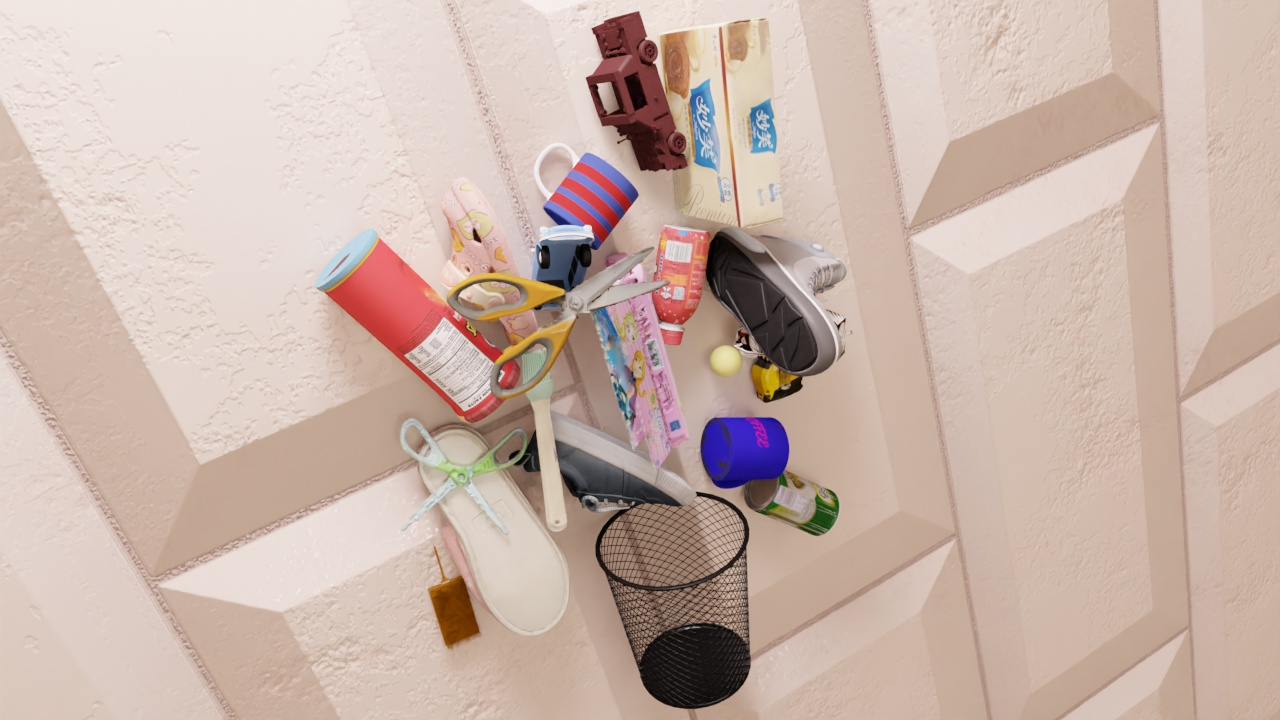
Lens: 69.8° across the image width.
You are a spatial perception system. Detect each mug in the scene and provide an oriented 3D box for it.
[{"bbox_3d":[-0.069,-0.184,0.998,0.112,0.075,0.076,37,86,-3],"label":"mug"},{"bbox_3d":[0.127,0.124,1.177,0.083,0.079,0.111,1,132,-26],"label":"mug"}]

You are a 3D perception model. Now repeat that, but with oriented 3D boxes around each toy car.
[{"bbox_3d":[-0.087,-0.100,0.977,0.056,0.154,0.054,-4,64,-14],"label":"toy car"},{"bbox_3d":[-0.008,-0.281,0.991,0.061,0.070,0.170,-33,117,-27],"label":"toy car"}]

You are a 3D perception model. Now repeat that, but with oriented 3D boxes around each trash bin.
[{"bbox_3d":[0.054,0.301,1.137,0.183,0.184,0.210,-21,118,-19],"label":"trash bin"}]

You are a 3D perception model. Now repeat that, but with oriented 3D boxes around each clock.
[{"bbox_3d":[0.182,-0.034,1.125,0.154,0.115,0.065,-17,112,-39],"label":"clock"}]

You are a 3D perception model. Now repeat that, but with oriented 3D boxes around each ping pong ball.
[{"bbox_3d":[0.106,0.001,1.146,0.040,0.040,0.040,-7,107,-24],"label":"ping pong ball"}]

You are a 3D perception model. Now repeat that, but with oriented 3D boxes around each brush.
[{"bbox_3d":[-0.104,0.092,1.016,0.033,0.012,0.218,-8,108,-6],"label":"brush"},{"bbox_3d":[-0.224,0.280,1.081,0.048,0.017,0.126,-19,112,-20],"label":"brush"}]

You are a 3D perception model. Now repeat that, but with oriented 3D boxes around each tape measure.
[{"bbox_3d":[0.178,0.017,1.186,0.065,0.037,0.064,-18,112,-20],"label":"tape measure"}]

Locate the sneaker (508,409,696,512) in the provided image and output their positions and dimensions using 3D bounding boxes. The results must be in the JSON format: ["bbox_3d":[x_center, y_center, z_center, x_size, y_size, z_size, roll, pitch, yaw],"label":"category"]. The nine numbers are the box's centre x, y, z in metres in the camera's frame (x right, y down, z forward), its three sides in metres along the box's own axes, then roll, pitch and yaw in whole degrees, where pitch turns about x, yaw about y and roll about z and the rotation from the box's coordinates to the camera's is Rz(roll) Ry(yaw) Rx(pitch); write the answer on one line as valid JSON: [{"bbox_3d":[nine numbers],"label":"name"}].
[{"bbox_3d":[-0.040,0.138,1.089,0.235,0.089,0.087,28,90,-22],"label":"sneaker"}]

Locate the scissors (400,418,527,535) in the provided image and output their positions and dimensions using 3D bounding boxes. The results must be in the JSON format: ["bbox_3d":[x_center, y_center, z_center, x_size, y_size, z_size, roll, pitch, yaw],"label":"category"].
[{"bbox_3d":[-0.199,0.128,1.013,0.171,0.021,0.173,-40,107,-10],"label":"scissors"}]

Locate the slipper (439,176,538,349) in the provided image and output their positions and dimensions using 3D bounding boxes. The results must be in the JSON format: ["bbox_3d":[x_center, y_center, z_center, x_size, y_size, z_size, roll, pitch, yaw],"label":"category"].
[{"bbox_3d":[-0.169,-0.090,0.963,0.081,0.093,0.197,-24,115,-8],"label":"slipper"}]

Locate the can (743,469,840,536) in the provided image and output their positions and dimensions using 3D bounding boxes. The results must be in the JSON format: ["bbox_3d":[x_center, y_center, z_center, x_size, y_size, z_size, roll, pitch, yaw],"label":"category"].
[{"bbox_3d":[0.205,0.188,1.232,0.121,0.067,0.067,25,93,-28],"label":"can"}]

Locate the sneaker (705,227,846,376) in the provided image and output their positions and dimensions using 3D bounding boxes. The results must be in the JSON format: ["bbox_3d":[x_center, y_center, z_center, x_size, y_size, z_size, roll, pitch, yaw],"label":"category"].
[{"bbox_3d":[0.191,-0.074,1.045,0.160,0.256,0.093,-7,125,-23],"label":"sneaker"}]

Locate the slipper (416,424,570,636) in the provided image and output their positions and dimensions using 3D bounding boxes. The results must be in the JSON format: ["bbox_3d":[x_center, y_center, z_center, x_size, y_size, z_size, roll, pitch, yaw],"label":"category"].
[{"bbox_3d":[-0.169,0.196,1.061,0.114,0.054,0.274,-28,103,-12],"label":"slipper"}]

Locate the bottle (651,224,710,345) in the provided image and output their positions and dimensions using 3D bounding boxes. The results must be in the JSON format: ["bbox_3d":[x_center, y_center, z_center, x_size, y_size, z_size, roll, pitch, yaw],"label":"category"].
[{"bbox_3d":[0.044,-0.087,1.079,0.062,0.062,0.137,4,103,-27],"label":"bottle"}]

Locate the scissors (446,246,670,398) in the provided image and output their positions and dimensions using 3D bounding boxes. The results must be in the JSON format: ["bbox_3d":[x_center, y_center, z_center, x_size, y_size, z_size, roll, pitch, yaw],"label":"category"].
[{"bbox_3d":[-0.078,-0.041,0.927,0.225,0.016,0.175,-7,103,2],"label":"scissors"}]

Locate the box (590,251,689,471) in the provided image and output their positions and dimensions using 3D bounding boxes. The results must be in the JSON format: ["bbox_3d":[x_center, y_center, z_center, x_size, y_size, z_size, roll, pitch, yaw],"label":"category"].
[{"bbox_3d":[0.005,0.004,1.038,0.062,0.160,0.231,-12,113,10],"label":"box"}]

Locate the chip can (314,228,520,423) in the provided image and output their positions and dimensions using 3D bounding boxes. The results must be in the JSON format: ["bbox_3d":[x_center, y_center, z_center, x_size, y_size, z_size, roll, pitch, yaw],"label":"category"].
[{"bbox_3d":[-0.227,-0.033,0.951,0.087,0.087,0.213,-47,118,-7],"label":"chip can"}]

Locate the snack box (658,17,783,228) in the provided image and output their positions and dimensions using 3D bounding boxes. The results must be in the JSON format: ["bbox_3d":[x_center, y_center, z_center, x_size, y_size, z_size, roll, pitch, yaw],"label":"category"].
[{"bbox_3d":[0.085,-0.257,0.996,0.055,0.153,0.207,-15,110,-21],"label":"snack box"}]
